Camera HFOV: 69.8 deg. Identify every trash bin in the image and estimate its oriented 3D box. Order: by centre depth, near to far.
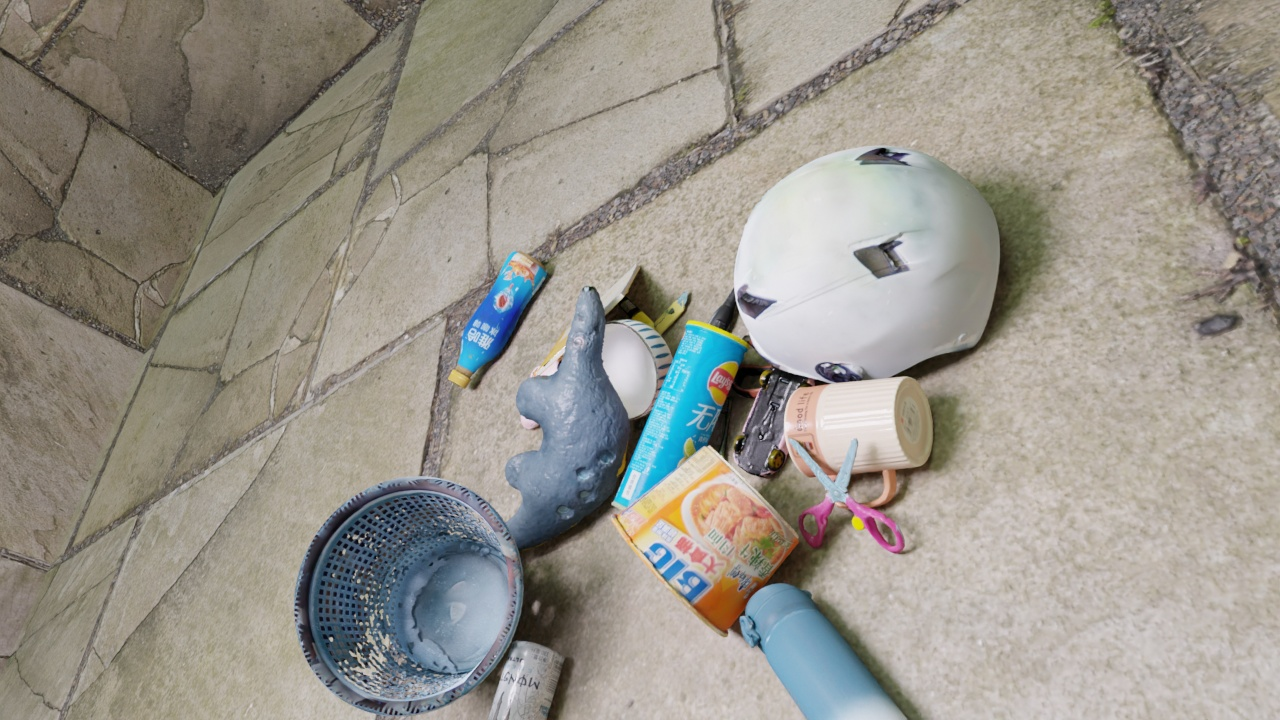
[{"bbox_3d":[-0.216,0.252,0.971,0.227,0.195,0.226,-2,71,5],"label":"trash bin"}]

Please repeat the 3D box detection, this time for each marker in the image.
[{"bbox_3d":[-0.007,-0.059,1.175,0.018,0.015,0.124,-45,27,2],"label":"marker"}]

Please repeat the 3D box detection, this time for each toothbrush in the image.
[{"bbox_3d":[0.077,0.117,0.950,0.012,0.017,0.185,123,161,-58],"label":"toothbrush"},{"bbox_3d":[0.091,-0.043,1.056,0.212,0.026,0.027,-61,-2,-11],"label":"toothbrush"}]

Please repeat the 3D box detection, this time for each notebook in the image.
[{"bbox_3d":[-0.062,-0.056,1.163,0.146,0.010,0.206,-42,8,15],"label":"notebook"}]

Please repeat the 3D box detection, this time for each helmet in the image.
[{"bbox_3d":[0.189,-0.102,0.852,0.259,0.146,0.228,-8,60,31],"label":"helmet"}]

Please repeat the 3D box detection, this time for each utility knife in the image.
[{"bbox_3d":[0.006,-0.024,1.148,0.163,0.018,0.031,-42,40,7],"label":"utility knife"}]

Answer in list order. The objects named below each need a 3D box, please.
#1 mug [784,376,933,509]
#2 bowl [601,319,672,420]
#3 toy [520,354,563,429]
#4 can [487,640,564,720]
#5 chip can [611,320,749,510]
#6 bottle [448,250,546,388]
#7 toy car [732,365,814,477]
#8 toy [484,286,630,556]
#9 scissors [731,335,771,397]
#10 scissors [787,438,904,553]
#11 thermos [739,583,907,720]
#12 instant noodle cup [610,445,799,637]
[{"bbox_3d":[0.195,0.074,0.815,0.106,0.081,0.114,-11,80,40],"label":"mug"},{"bbox_3d":[-0.006,0.006,1.070,0.117,0.066,0.116,12,109,38],"label":"bowl"},{"bbox_3d":[-0.104,0.044,1.177,0.160,0.054,0.121,-13,60,49],"label":"toy"},{"bbox_3d":[-0.125,0.363,0.930,0.058,0.058,0.146,-9,54,43],"label":"can"},{"bbox_3d":[0.042,0.067,0.960,0.071,0.071,0.210,17,82,52],"label":"chip can"},{"bbox_3d":[-0.219,-0.058,1.371,0.065,0.065,0.218,18,75,52],"label":"bottle"},{"bbox_3d":[0.136,0.058,0.919,0.056,0.037,0.122,22,89,44],"label":"toy car"},{"bbox_3d":[-0.083,0.095,1.043,0.138,0.091,0.357,24,103,25],"label":"toy"},{"bbox_3d":[0.184,-0.014,0.943,0.207,0.015,0.193,-40,38,16],"label":"scissors"},{"bbox_3d":[0.170,0.121,0.797,0.133,0.017,0.136,49,139,16],"label":"scissors"},{"bbox_3d":[0.153,0.262,0.710,0.070,0.070,0.220,-48,37,6],"label":"thermos"},{"bbox_3d":[0.063,0.157,0.833,0.111,0.151,0.151,-44,37,-2],"label":"instant noodle cup"}]
